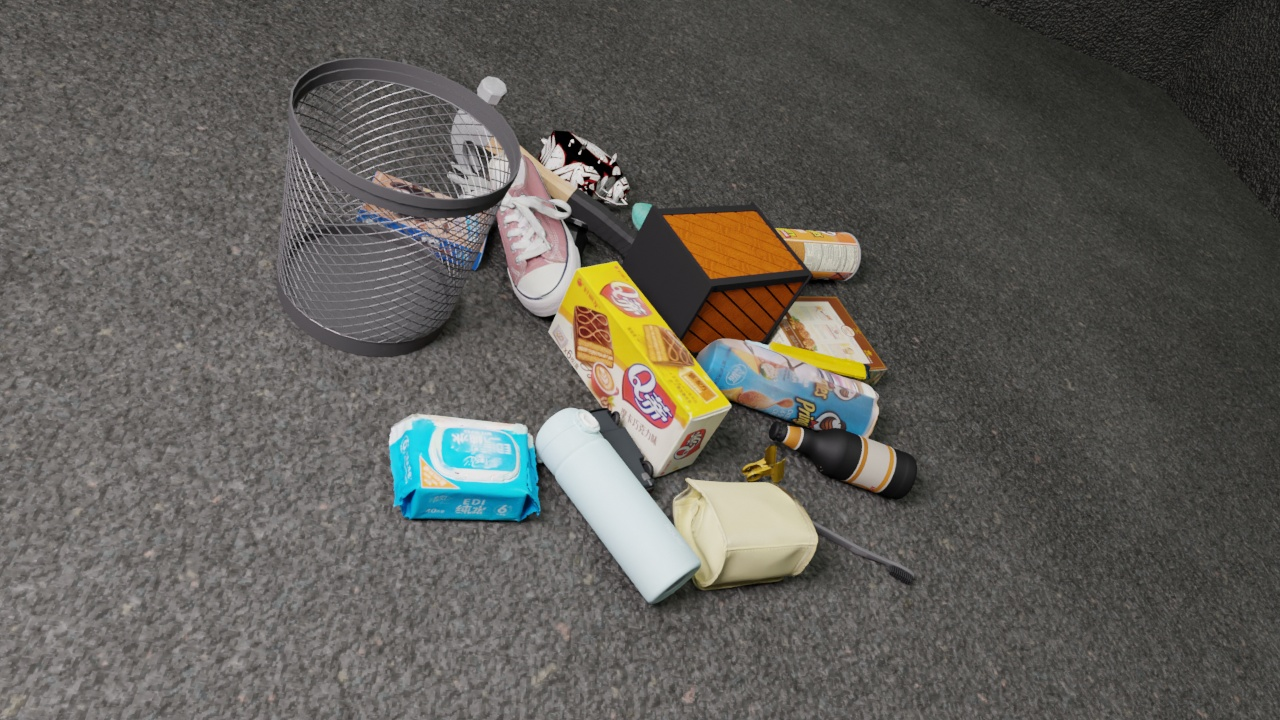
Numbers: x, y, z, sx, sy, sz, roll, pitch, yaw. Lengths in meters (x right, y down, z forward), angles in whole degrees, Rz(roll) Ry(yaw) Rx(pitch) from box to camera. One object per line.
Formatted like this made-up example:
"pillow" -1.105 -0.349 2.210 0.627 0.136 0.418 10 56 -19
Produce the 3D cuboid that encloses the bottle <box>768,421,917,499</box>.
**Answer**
"bottle" 0.240 0.113 1.106 0.181 0.059 0.059 20 41 -11

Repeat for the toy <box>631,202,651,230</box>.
"toy" 0.029 -0.189 1.314 0.105 0.033 0.084 38 30 10

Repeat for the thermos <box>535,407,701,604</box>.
"thermos" -0.027 0.139 0.910 0.207 0.078 0.065 51 32 19

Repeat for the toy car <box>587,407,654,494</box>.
"toy car" -0.026 0.099 0.982 0.046 0.034 0.112 -12 56 -38

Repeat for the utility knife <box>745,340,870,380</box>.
"utility knife" 0.218 -0.004 1.181 0.179 0.017 0.030 15 41 -17

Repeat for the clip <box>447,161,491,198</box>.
"clip" -0.212 -0.227 1.202 0.102 0.050 0.058 26 28 -3

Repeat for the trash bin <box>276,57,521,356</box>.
"trash bin" -0.262 -0.149 0.946 0.217 0.228 0.217 16 42 -16

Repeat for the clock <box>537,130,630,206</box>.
"clock" -0.070 -0.268 1.284 0.114 0.065 0.154 5 37 -48

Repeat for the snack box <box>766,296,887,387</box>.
"snack box" 0.244 -0.025 1.264 0.146 0.041 0.143 -3 50 -32

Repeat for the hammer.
"hammer" -0.107 -0.226 1.220 0.328 0.131 0.039 38 40 -6

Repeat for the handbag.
"handbag" 0.106 0.174 0.953 0.119 0.081 0.111 2 40 -27

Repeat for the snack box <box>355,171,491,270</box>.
"snack box" -0.262 -0.171 1.119 0.151 0.034 0.087 19 41 -15

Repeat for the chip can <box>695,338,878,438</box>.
"chip can" 0.181 0.034 1.140 0.229 0.080 0.079 20 41 -13

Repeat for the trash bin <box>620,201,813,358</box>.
"trash bin" 0.088 -0.101 1.172 0.171 0.140 0.139 -10 54 -37

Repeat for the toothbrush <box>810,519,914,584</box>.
"toothbrush" 0.237 0.209 1.042 0.167 0.013 0.013 29 48 -1

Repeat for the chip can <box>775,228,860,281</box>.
"chip can" 0.222 -0.158 1.360 0.214 0.075 0.075 -1 49 -31

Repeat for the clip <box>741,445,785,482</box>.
"clip" 0.142 0.120 1.056 0.049 0.054 0.044 9 60 12

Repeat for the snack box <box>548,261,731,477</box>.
"snack box" -0.006 0.006 1.030 0.061 0.110 0.230 -16 58 -39

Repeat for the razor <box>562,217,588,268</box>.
"razor" -0.094 -0.118 1.154 0.057 0.060 0.156 20 60 -29

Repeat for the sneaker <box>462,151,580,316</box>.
"sneaker" -0.140 -0.168 1.110 0.118 0.088 0.240 -23 64 5

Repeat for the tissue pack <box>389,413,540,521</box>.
"tissue pack" -0.164 0.101 0.876 0.144 0.062 0.092 7 45 -25
